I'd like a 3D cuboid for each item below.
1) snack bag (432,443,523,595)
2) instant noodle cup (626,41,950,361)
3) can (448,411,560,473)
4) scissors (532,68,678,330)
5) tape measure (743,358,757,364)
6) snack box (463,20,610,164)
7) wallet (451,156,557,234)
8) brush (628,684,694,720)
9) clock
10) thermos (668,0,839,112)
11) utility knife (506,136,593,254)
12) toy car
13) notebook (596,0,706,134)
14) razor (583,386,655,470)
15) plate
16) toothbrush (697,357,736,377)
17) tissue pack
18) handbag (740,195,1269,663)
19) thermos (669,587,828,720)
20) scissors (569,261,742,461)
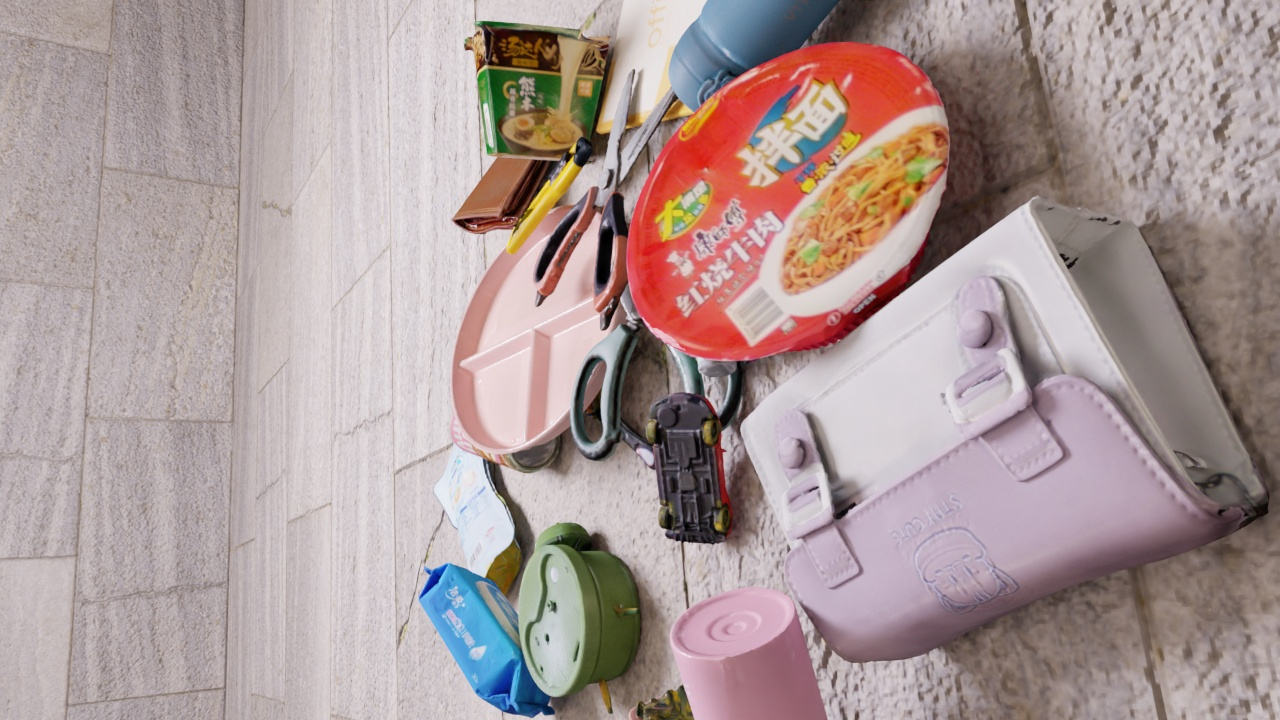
[{"bbox_3d":[-0.173,0.156,0.957,0.191,0.038,0.110,56,137,46],"label":"snack bag"},{"bbox_3d":[0.085,-0.076,0.506,0.194,0.066,0.193,-21,54,31],"label":"instant noodle cup"},{"bbox_3d":[-0.134,0.070,0.885,0.147,0.057,0.058,5,91,58],"label":"can"},{"bbox_3d":[-0.031,-0.122,0.720,0.189,0.015,0.222,-15,63,56],"label":"scissors"},{"bbox_3d":[0.063,-0.029,0.584,0.039,0.057,0.057,-45,53,54],"label":"tape measure"},{"bbox_3d":[-0.093,-0.227,0.794,0.118,0.117,0.105,-145,57,-73],"label":"snack box"},{"bbox_3d":[-0.131,-0.174,0.906,0.125,0.032,0.101,7,64,56],"label":"wallet"},{"bbox_3d":[0.047,0.278,0.578,0.073,0.063,0.145,86,161,-50],"label":"brush"},{"bbox_3d":[-0.058,0.201,0.751,0.161,0.056,0.116,35,115,54],"label":"clock"},{"bbox_3d":[0.098,-0.233,0.526,0.221,0.070,0.070,-47,48,36],"label":"thermos"},{"bbox_3d":[-0.081,-0.140,0.789,0.155,0.015,0.033,-42,31,46],"label":"utility knife"},{"bbox_3d":[0.035,0.072,0.616,0.049,0.031,0.106,-3,104,25],"label":"toy car"},{"bbox_3d":[0.034,-0.251,0.688,0.206,0.010,0.146,12,90,58],"label":"notebook"},{"bbox_3d":[-0.018,0.052,0.738,0.143,0.022,0.043,41,122,52],"label":"razor"},{"bbox_3d":[-0.089,-0.026,0.800,0.230,0.028,0.229,-24,55,39],"label":"plate"},{"bbox_3d":[0.048,-0.097,0.640,0.027,0.026,0.224,-29,57,55],"label":"toothbrush"},{"bbox_3d":[-0.129,0.246,0.809,0.052,0.095,0.157,-41,60,-3],"label":"tissue pack"},{"bbox_3d":[0.146,0.043,0.417,0.198,0.098,0.144,-46,55,46],"label":"handbag"},{"bbox_3d":[0.073,0.217,0.483,0.087,0.067,0.198,-90,-17,-76],"label":"thermos"},{"bbox_3d":[-0.006,0.004,0.674,0.179,0.019,0.173,-42,58,21],"label":"scissors"}]
